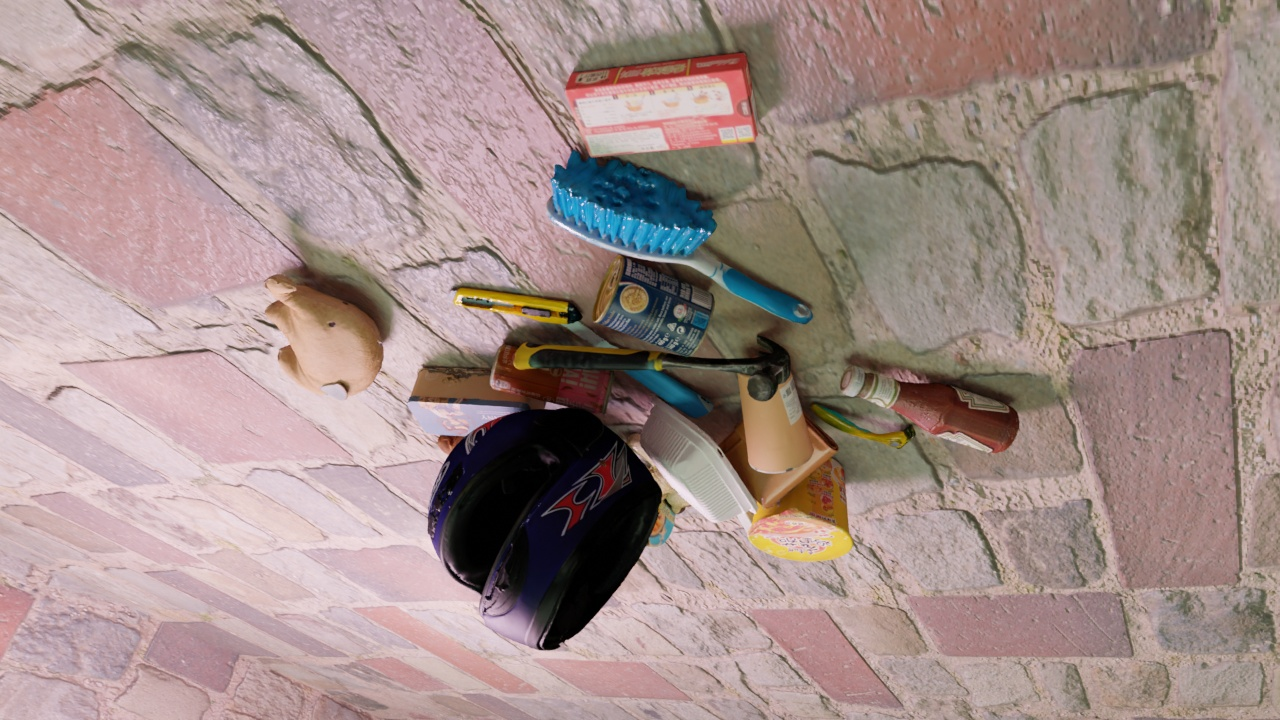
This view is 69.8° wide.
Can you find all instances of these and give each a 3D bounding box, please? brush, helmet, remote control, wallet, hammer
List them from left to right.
[{"bbox_3d":[-0.129,0.180,1.074,0.240,0.314,0.248,27,106,15],"label":"helmet"},{"bbox_3d":[0.009,0.001,1.030,0.324,0.125,0.032,3,110,23],"label":"hammer"},{"bbox_3d":[0.053,-0.110,0.899,0.314,0.060,0.110,17,151,-13],"label":"brush"},{"bbox_3d":[0.145,0.194,1.310,0.019,0.056,0.135,-4,144,23],"label":"remote control"},{"bbox_3d":[0.166,0.112,1.151,0.108,0.031,0.132,45,121,3],"label":"wallet"}]

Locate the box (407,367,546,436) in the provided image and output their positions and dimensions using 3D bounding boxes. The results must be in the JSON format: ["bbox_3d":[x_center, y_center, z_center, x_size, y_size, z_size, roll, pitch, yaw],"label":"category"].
[{"bbox_3d":[-0.208,0.058,1.212,0.184,0.061,0.090,3,146,16],"label":"box"}]

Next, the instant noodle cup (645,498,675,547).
[{"bbox_3d":[-0.028,0.224,1.370,0.121,0.111,0.111,-8,143,38],"label":"instant noodle cup"}]

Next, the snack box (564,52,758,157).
[{"bbox_3d":[0.019,-0.214,0.775,0.153,0.025,0.075,-1,143,18],"label":"snack box"}]

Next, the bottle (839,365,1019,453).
[{"bbox_3d":[0.327,0.051,1.043,0.206,0.059,0.060,17,146,-9],"label":"bottle"}]

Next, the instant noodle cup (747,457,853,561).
[{"bbox_3d":[0.219,0.194,1.241,0.138,0.109,0.138,8,147,5],"label":"instant noodle cup"}]

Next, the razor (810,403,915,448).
[{"bbox_3d":[0.271,0.081,1.136,0.132,0.028,0.043,19,149,-8],"label":"razor"}]

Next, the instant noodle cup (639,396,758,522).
[{"bbox_3d":[0.067,0.138,1.177,0.138,0.060,0.173,35,166,48],"label":"instant noodle cup"}]

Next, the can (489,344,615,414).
[{"bbox_3d":[-0.109,0.024,1.133,0.147,0.057,0.058,14,146,-3],"label":"can"}]

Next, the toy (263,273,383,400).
[{"bbox_3d":[-0.382,-0.035,1.109,0.143,0.082,0.226,5,144,-5],"label":"toy"}]

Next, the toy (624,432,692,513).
[{"bbox_3d":[0.026,0.158,1.298,0.105,0.066,0.157,-46,122,3],"label":"toy"}]

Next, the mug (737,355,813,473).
[{"bbox_3d":[0.152,0.059,1.063,0.078,0.078,0.123,-4,116,22],"label":"mug"}]

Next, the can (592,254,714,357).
[{"bbox_3d":[0.015,-0.056,0.964,0.111,0.075,0.076,21,145,-15],"label":"can"}]

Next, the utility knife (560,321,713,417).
[{"bbox_3d":[-0.007,0.006,1.112,0.236,0.018,0.034,34,129,-25],"label":"utility knife"}]

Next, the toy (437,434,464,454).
[{"bbox_3d":[-0.203,0.179,1.338,0.131,0.140,0.199,-42,129,18],"label":"toy"}]

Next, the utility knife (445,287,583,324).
[{"bbox_3d":[-0.147,-0.062,1.054,0.164,0.015,0.033,8,137,6],"label":"utility knife"}]
